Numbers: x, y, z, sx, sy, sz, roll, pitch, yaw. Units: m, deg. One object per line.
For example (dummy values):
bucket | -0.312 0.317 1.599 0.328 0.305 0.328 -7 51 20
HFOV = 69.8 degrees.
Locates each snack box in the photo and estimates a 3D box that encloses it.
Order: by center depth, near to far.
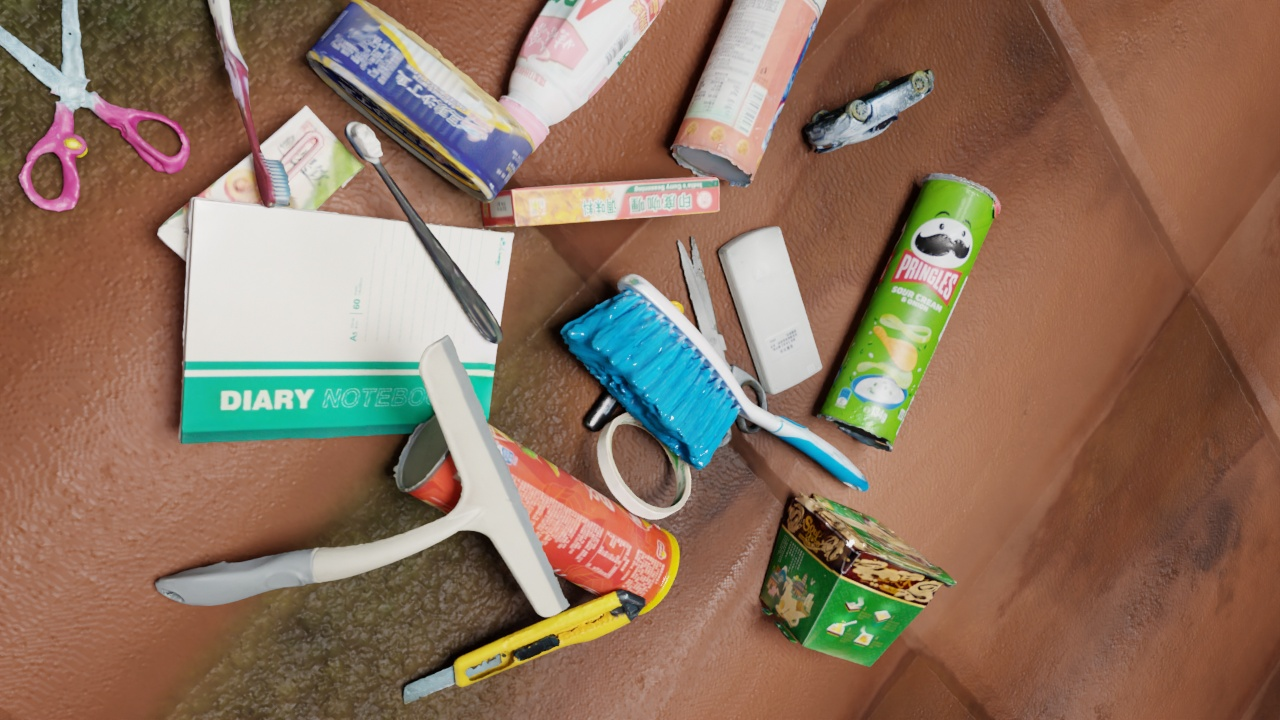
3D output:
snack box | -0.029 -0.114 0.660 0.155 0.077 0.027 -8 101 -24
snack box | 0.174 0.190 0.785 0.117 0.118 0.106 24 99 -25

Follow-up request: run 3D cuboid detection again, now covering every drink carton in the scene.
drink carton | -0.239 -0.102 0.581 0.122 0.045 0.053 -46 112 -13

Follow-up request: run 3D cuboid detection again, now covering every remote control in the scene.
remote control | 0.109 -0.042 0.766 0.056 0.019 0.135 -27 107 -20

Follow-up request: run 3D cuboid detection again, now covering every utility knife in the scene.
utility knife | -0.087 0.213 0.672 0.197 0.015 0.033 -24 122 3

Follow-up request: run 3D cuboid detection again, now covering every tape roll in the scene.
tape roll | 0.003 0.080 0.707 0.085 0.014 0.085 27 45 -31

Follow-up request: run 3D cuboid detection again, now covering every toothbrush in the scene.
toothbrush | -0.242 -0.180 0.557 0.017 0.016 0.187 -10 81 -47
toothbrush | -0.137 -0.078 0.605 0.015 0.018 0.181 -47 128 -24

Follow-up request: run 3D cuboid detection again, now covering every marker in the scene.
marker | -0.004 0.004 0.721 0.018 0.015 0.123 39 80 -23

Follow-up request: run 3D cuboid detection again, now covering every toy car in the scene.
toy car | 0.193 -0.208 0.765 0.120 0.054 0.037 -32 106 -19

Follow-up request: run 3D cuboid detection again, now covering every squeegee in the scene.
squeegee | -0.195 0.123 0.583 0.246 0.039 0.247 -15 126 2

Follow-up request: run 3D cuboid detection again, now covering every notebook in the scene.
notebook | -0.187 -0.021 0.605 0.208 0.012 0.150 0 104 -36

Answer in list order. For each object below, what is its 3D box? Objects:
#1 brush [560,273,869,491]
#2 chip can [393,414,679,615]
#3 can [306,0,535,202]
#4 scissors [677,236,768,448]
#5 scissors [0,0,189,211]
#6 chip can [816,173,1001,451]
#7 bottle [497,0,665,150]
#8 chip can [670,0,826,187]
brush | 0.074 0.046 0.728 0.314 0.061 0.109 47 68 -25
chip can | -0.069 0.112 0.664 0.216 0.073 0.073 36 81 -30
can | -0.141 -0.166 0.594 0.148 0.075 0.049 37 82 -7
scissors | 0.067 -0.015 0.756 0.140 0.014 0.173 18 87 -25
scissors | -0.330 -0.155 0.550 0.124 0.017 0.133 0 93 -23
chip can | 0.233 -0.042 0.796 0.072 0.072 0.236 27 85 -26
bottle | -0.037 -0.236 0.650 0.068 0.068 0.197 37 85 -24
chip can | 0.094 -0.245 0.704 0.071 0.071 0.214 24 86 -26
